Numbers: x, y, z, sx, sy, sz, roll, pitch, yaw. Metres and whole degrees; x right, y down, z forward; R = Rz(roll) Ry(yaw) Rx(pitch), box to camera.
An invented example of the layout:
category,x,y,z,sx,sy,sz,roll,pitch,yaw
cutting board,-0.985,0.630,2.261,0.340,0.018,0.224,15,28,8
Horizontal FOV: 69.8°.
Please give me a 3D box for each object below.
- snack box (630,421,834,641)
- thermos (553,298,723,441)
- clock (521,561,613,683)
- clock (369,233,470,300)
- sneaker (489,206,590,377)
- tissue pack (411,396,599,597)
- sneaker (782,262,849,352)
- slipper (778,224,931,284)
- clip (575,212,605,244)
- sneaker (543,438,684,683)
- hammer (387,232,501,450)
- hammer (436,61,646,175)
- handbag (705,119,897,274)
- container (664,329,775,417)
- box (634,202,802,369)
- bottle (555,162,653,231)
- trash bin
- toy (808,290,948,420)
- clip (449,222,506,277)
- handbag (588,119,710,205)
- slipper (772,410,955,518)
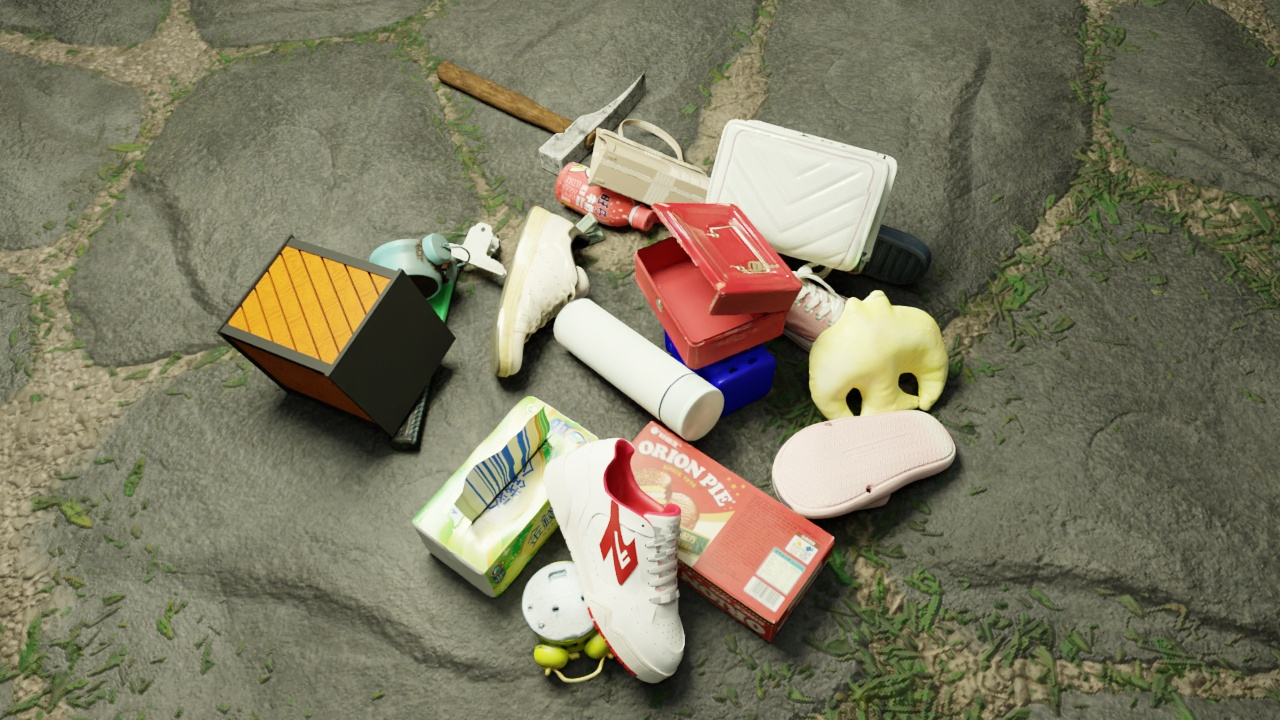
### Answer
category,x,y,z,sx,sy,sz,roll,pitch,yaw
snack box,0.070,0.173,0.957,0.236,0.060,0.113,31,63,22
thermos,-0.006,0.006,1.048,0.067,0.068,0.230,-38,50,-21
clock,-0.071,0.259,0.910,0.083,0.057,0.119,-13,56,-7
clock,-0.268,-0.112,1.120,0.124,0.090,0.053,-13,68,-1
sneaker,-0.119,-0.078,1.136,0.102,0.089,0.241,17,61,-10
tissue pack,-0.137,0.125,0.953,0.120,0.142,0.197,24,60,18
sneaker,0.187,-0.075,1.102,0.241,0.088,0.118,22,59,14
slipper,0.244,-0.179,1.166,0.264,0.101,0.082,21,59,13
clip,-0.086,-0.161,1.215,0.076,0.061,0.023,-31,57,0
sneaker,0.000,0.185,0.885,0.104,0.090,0.236,-28,76,23
hammer,-0.261,-0.033,1.137,0.130,0.032,0.318,2,56,4
hammer,-0.164,-0.407,1.382,0.301,0.037,0.217,30,62,22
handbag,0.185,-0.192,1.071,0.199,0.142,0.096,20,22,15
container,0.092,-0.007,1.065,0.084,0.085,0.113,-26,59,-13
box,0.081,-0.085,1.017,0.136,0.127,0.157,-8,49,-28
bottle,-0.044,-0.213,1.227,0.137,0.062,0.061,27,61,19
trash bin,-0.341,-0.029,1.045,0.172,0.140,0.139,18,66,25
toy,0.269,-0.002,1.037,0.170,0.155,0.064,-18,12,-7
clip,-0.206,-0.144,1.180,0.102,0.044,0.054,23,72,16
handbag,0.018,-0.278,1.247,0.175,0.062,0.197,18,35,-19
slipper,0.241,0.109,0.995,0.221,0.056,0.106,-15,55,-20
